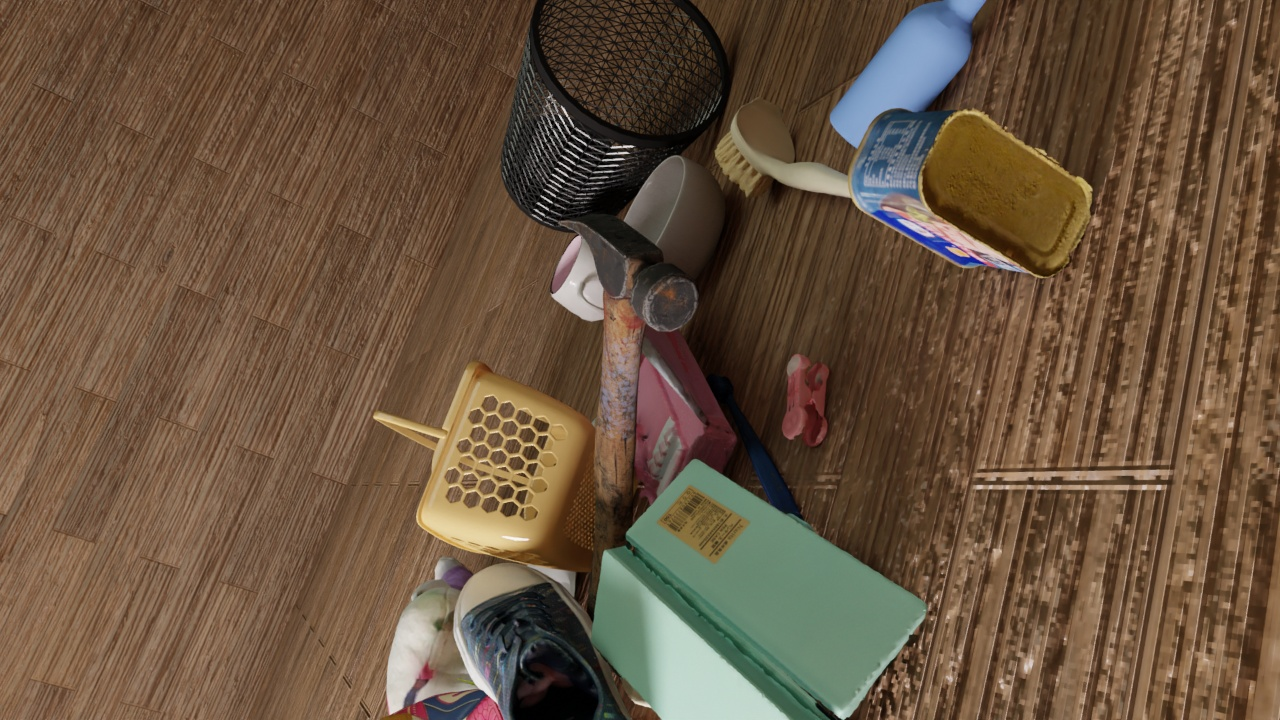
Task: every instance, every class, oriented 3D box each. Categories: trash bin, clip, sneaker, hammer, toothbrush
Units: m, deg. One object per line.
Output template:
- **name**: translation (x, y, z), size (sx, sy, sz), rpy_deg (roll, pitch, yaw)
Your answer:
- **trash bin**: translation (-0.051, -0.274, 1.042), size (0.244, 0.217, 0.216), rpy_deg (136, 152, -59)
- **clip**: translation (0.108, 0.026, 0.563), size (0.023, 0.041, 0.059), rpy_deg (141, 137, -57)
- **sneaker**: translation (-0.061, 0.184, 0.568), size (0.235, 0.087, 0.079), rpy_deg (40, 149, 57)
- **hammer**: translation (-0.021, 0.070, 0.590), size (0.120, 0.033, 0.331), rpy_deg (47, 140, 48)
- **toothbrush**: translation (0.071, 0.055, 0.611), size (0.016, 0.017, 0.189), rpy_deg (-62, 20, 19)
- **sneaker**: translation (-0.101, 0.268, 0.676), size (0.242, 0.091, 0.116), rpy_deg (-21, 75, 35)

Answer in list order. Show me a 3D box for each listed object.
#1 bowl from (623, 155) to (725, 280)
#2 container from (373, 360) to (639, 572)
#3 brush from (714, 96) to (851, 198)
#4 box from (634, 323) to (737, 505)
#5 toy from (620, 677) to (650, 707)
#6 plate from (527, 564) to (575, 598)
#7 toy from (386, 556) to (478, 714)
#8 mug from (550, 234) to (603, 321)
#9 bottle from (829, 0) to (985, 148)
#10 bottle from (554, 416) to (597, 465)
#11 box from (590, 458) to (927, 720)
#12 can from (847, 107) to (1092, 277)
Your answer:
- **bowl**: translation (0.031, -0.114, 0.834), size (0.132, 0.064, 0.131), rpy_deg (-51, 24, 34)
- **container**: translation (-0.105, 0.088, 0.715), size (0.183, 0.167, 0.129), rpy_deg (52, -124, -67)
- **brush**: translation (0.122, -0.137, 0.663), size (0.272, 0.062, 0.077), rpy_deg (-125, 46, -63)
- **box**: translation (0.013, 0.001, 0.692), size (0.233, 0.075, 0.173), rpy_deg (-111, 12, -60)
- **toy**: translation (0.015, 0.173, 0.578), size (0.113, 0.050, 0.087), rpy_deg (-45, 28, 56)
- **plate**: translation (-0.090, 0.242, 0.797), size (0.173, 0.019, 0.172), rpy_deg (-51, 24, 34)
- **toy**: translation (-0.186, 0.271, 0.868), size (0.209, 0.085, 0.137), rpy_deg (-173, 97, -84)
- **mug**: translation (-0.045, -0.079, 0.968), size (0.090, 0.076, 0.123), rpy_deg (-56, 22, 24)
- **bottle**: translation (0.178, -0.193, 0.581), size (0.131, 0.048, 0.048), rpy_deg (-52, 24, 32)
- **bottle**: translation (-0.040, 0.081, 0.824), size (0.110, 0.042, 0.042), rpy_deg (-50, 25, 35)
- **box**: translation (0.046, 0.139, 0.484), size (0.187, 0.056, 0.138), rpy_deg (26, 95, 53)
- **can**: translation (0.156, -0.079, 0.434), size (0.054, 0.099, 0.059), rpy_deg (-65, 23, 4)
